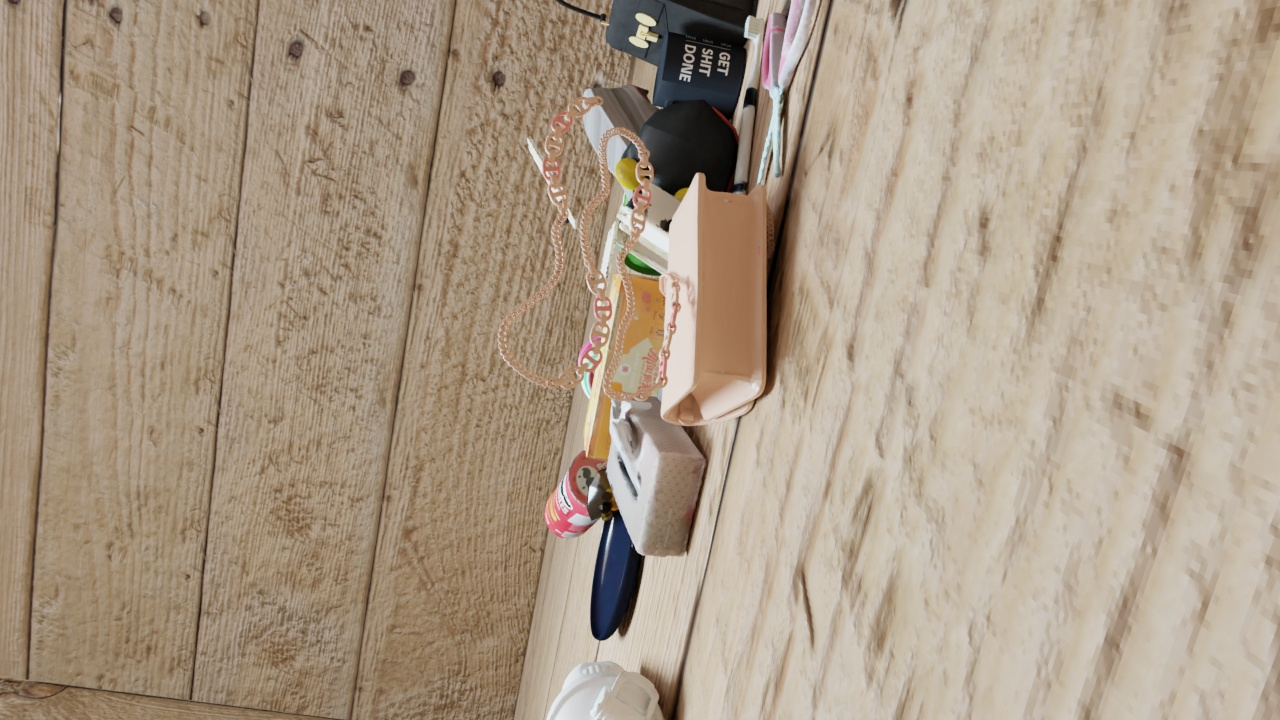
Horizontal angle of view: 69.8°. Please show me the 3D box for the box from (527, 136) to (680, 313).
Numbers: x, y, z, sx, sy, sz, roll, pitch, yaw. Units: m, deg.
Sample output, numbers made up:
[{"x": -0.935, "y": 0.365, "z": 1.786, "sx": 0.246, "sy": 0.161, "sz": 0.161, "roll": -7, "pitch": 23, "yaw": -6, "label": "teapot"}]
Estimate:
[{"x": -0.032, "y": -0.100, "z": 0.791, "sx": 0.101, "sy": 0.194, "sz": 0.143, "roll": -57, "pitch": 2, "yaw": -6, "label": "box"}]

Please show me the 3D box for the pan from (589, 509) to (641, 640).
[{"x": -0.006, "y": 0.190, "z": 0.996, "sx": 0.357, "sy": 0.021, "sz": 0.198, "roll": 119, "pitch": 162, "yaw": -61, "label": "pan"}]

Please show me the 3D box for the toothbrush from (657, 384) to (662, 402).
[{"x": 0.028, "y": 0.035, "z": 0.916, "sx": 0.024, "sy": 0.022, "sz": 0.185, "roll": -174, "pitch": 95, "yaw": -69, "label": "toothbrush"}]

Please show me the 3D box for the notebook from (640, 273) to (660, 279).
[{"x": 0.027, "y": -0.148, "z": 1.213, "sx": 0.168, "sy": 0.022, "sz": 0.211, "roll": -85, "pitch": 8, "yaw": -47, "label": "notebook"}]

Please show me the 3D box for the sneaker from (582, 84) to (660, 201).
[{"x": 0.027, "y": -0.194, "z": 0.934, "sx": 0.236, "sy": 0.089, "sz": 0.099, "roll": 62, "pitch": 163, "yaw": 20, "label": "sneaker"}]

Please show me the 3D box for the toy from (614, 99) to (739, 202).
[{"x": 0.044, "y": -0.178, "z": 0.822, "sx": 0.100, "sy": 0.097, "sz": 0.119, "roll": -64, "pitch": -15, "yaw": 7, "label": "toy"}]

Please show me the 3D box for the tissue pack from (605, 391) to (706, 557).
[{"x": 0.000, "y": 0.090, "z": 0.823, "sx": 0.181, "sy": 0.071, "sz": 0.104, "roll": -118, "pitch": 36, "yaw": -72, "label": "tissue pack"}]

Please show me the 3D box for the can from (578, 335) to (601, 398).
[{"x": -0.038, "y": 0.013, "z": 1.240, "sx": 0.166, "sy": 0.088, "sz": 0.088, "roll": -124, "pitch": 44, "yaw": -81, "label": "can"}]

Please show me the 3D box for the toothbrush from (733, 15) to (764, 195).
[{"x": 0.090, "y": -0.215, "z": 0.788, "sx": 0.012, "sy": 0.017, "sz": 0.186, "roll": 142, "pitch": 138, "yaw": -68, "label": "toothbrush"}]

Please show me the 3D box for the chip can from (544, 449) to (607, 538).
[{"x": -0.071, "y": 0.169, "z": 1.131, "sx": 0.233, "sy": 0.073, "sz": 0.073, "roll": 124, "pitch": 155, "yaw": -67, "label": "chip can"}]

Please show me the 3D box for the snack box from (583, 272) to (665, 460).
[{"x": -0.006, "y": 0.006, "z": 1.004, "sx": 0.145, "sy": 0.080, "sz": 0.195, "roll": -130, "pitch": 51, "yaw": -83, "label": "snack box"}]

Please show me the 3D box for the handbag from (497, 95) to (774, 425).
[{"x": -0.006, "y": -0.057, "z": 0.635, "sx": 0.117, "sy": 0.187, "sz": 0.198, "roll": 138, "pitch": 137, "yaw": -68, "label": "handbag"}]

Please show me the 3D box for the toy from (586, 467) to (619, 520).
[{"x": -0.025, "y": 0.138, "z": 0.942, "sx": 0.076, "sy": 0.062, "sz": 0.100, "roll": -40, "pitch": -4, "yaw": 2, "label": "toy"}]

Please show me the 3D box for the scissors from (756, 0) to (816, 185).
[{"x": 0.106, "y": -0.213, "z": 0.672, "sx": 0.159, "sy": 0.014, "sz": 0.172, "roll": 111, "pitch": 167, "yaw": -61, "label": "scissors"}]

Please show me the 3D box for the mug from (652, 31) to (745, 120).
[{"x": 0.054, "y": -0.264, "z": 0.902, "sx": 0.071, "sy": 0.077, "sz": 0.105, "roll": 124, "pitch": 155, "yaw": -74, "label": "mug"}]

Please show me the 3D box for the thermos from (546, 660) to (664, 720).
[{"x": -0.032, "y": 0.299, "z": 0.772, "sx": 0.221, "sy": 0.099, "sz": 0.099, "roll": 115, "pitch": 164, "yaw": -79, "label": "thermos"}]

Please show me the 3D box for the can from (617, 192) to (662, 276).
[{"x": 0.021, "y": -0.174, "z": 1.027, "sx": 0.083, "sy": 0.083, "sz": 0.143, "roll": 113, "pitch": 165, "yaw": -64, "label": "can"}]

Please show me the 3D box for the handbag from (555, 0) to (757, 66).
[{"x": 0.006, "y": -0.362, "z": 0.945, "sx": 0.176, "sy": 0.195, "sz": 0.072, "roll": 172, "pitch": 107, "yaw": -83, "label": "handbag"}]
